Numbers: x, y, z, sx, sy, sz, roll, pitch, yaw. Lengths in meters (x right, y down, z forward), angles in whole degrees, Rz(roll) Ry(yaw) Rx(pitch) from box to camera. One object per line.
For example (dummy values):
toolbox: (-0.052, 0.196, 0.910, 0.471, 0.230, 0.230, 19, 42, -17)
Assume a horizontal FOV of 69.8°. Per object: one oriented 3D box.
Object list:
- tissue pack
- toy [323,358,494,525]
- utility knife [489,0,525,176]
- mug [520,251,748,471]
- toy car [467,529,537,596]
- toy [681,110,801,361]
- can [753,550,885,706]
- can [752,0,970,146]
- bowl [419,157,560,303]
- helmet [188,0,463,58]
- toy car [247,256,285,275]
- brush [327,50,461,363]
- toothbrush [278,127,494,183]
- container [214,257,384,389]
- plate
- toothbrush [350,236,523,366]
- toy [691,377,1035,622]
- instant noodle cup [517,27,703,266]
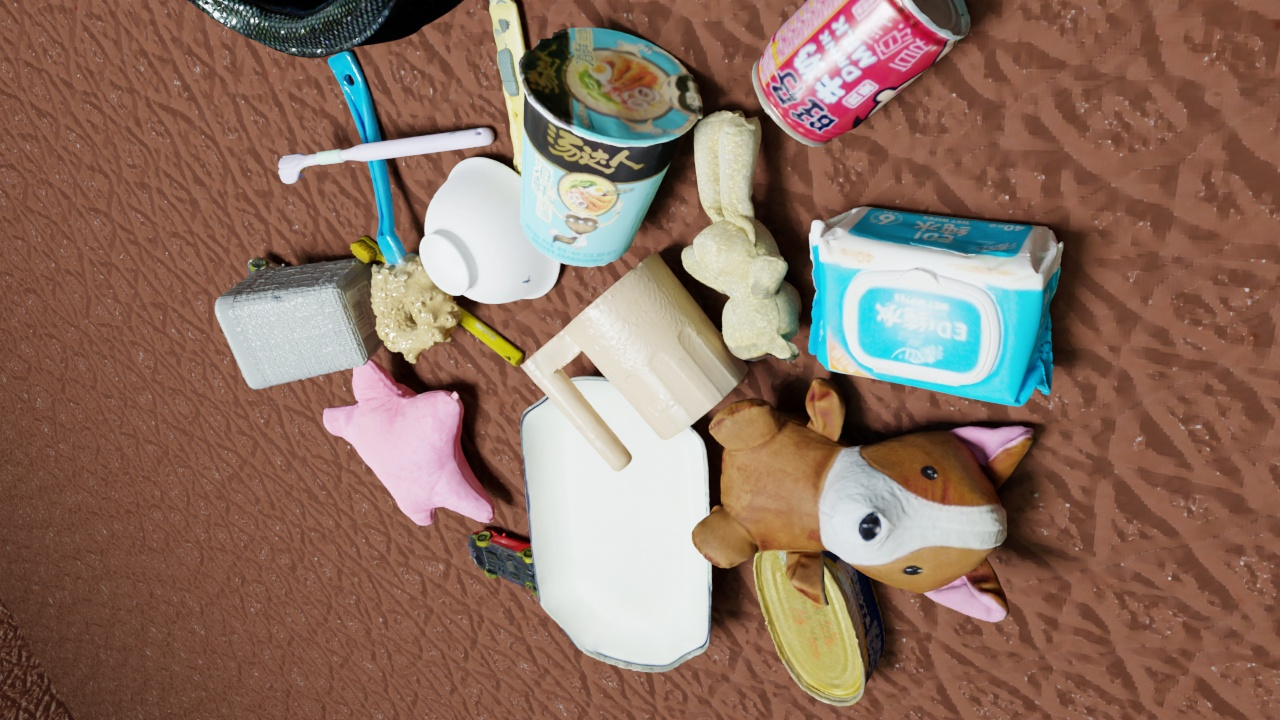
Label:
tissue pack: (0.161, -0.031, 0.516, 0.140, 0.063, 0.090, 13, 124, 30)
toy: (-0.207, 0.082, 0.862, 0.194, 0.074, 0.179, 48, 132, -3)
utility knife: (-0.088, -0.203, 0.632, 0.031, 0.021, 0.207, 13, 120, 32)
mug: (-0.004, 0.004, 0.634, 0.125, 0.084, 0.103, -40, 93, 9)
toy car: (-0.125, 0.194, 0.898, 0.106, 0.031, 0.049, 8, 121, 32)
toy: (0.065, -0.075, 0.568, 0.105, 0.066, 0.157, 18, 125, 56)
can: (0.135, 0.183, 0.683, 0.075, 0.049, 0.148, -5, 114, 39)
can: (0.109, -0.161, 0.469, 0.066, 0.066, 0.094, 52, 135, -2)
bowl: (-0.125, -0.085, 0.689, 0.118, 0.064, 0.118, 24, 134, 27)
helmet: (-0.168, -0.303, 0.478, 0.234, 0.229, 0.275, 14, 116, 19)
toy car: (-0.347, -0.070, 0.896, 0.090, 0.035, 0.042, 28, 129, 20)
brush: (-0.206, -0.120, 0.749, 0.083, 0.045, 0.255, -4, 105, 34)
toothbrush: (-0.197, -0.159, 0.704, 0.189, 0.029, 0.021, -3, 158, 20)
container: (-0.293, -0.037, 0.820, 0.114, 0.090, 0.090, -8, 116, 12)
plate: (-0.014, 0.132, 0.745, 0.162, 0.034, 0.266, 5, 112, 23)
toothbrush: (-0.178, -0.051, 0.792, 0.190, 0.016, 0.016, 35, 132, 14)
toy: (0.135, 0.087, 0.579, 0.200, 0.130, 0.140, 11, 98, 24)
instant noodle cup: (-0.029, -0.125, 0.578, 0.111, 0.111, 0.121, 36, 141, 14)
